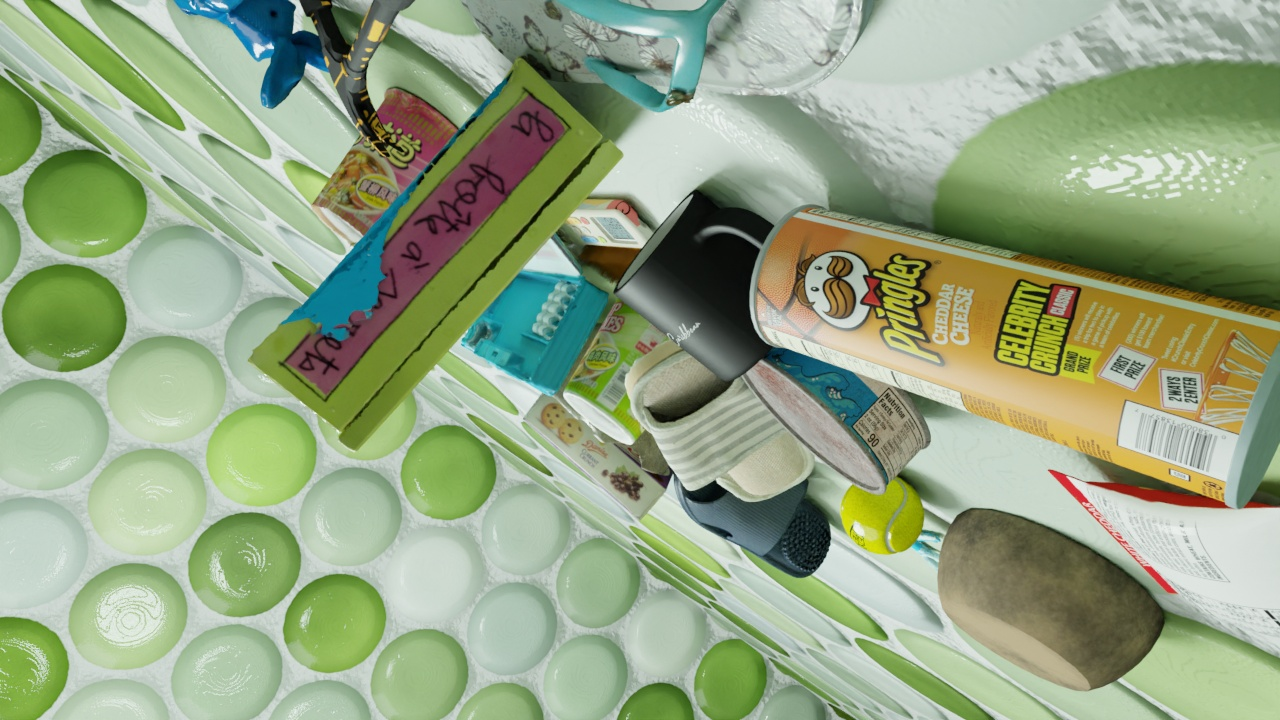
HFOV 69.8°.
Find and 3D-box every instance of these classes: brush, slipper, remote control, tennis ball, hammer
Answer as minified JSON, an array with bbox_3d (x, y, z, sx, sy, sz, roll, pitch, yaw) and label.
[{"bbox_3d":[0.004,-0.067,0.667,0.048,0.017,0.126,36,167,-34],"label":"brush"},{"bbox_3d":[0.077,0.059,0.730,0.272,0.114,0.054,43,-165,-53],"label":"slipper"},{"bbox_3d":[0.132,0.153,0.917,0.263,0.101,0.083,42,165,-36],"label":"slipper"},{"bbox_3d":[-0.035,-0.100,0.666,0.038,0.018,0.126,45,162,-32],"label":"remote control"},{"bbox_3d":[0.197,0.125,0.747,0.065,0.065,0.065,33,165,10],"label":"tennis ball"},{"bbox_3d":[-0.008,-0.143,0.408,0.098,0.054,0.269,43,165,-34],"label":"slipper"},{"bbox_3d":[-0.135,-0.199,0.504,0.321,0.036,0.123,-4,111,63],"label":"hammer"}]

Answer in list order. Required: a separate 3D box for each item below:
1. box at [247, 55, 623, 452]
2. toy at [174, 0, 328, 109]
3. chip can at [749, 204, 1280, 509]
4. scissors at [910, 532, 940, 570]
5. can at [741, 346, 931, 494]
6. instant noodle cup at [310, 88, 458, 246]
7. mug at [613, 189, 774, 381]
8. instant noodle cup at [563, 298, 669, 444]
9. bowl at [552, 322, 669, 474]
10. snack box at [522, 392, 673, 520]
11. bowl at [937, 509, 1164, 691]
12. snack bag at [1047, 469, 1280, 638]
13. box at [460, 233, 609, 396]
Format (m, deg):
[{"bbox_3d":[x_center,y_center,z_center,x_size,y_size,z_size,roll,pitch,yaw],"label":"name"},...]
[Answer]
[{"bbox_3d":[-0.118,-0.061,0.537,0.083,0.221,0.124,40,177,-15],"label":"box"},{"bbox_3d":[-0.272,-0.243,0.621,0.176,0.071,0.112,50,-166,-32],"label":"toy"},{"bbox_3d":[0.155,-0.012,0.402,0.215,0.075,0.075,23,160,40],"label":"chip can"},{"bbox_3d":[0.246,0.167,0.876,0.134,0.011,0.140,39,166,-23],"label":"scissors"},{"bbox_3d":[0.123,0.026,0.598,0.130,0.044,0.130,45,173,7],"label":"can"},{"bbox_3d":[-0.194,-0.138,0.719,0.098,0.108,0.098,33,166,9],"label":"instant noodle cup"},{"bbox_3d":[0.049,-0.048,0.532,0.088,0.078,0.114,38,154,-9],"label":"mug"},{"bbox_3d":[-0.004,0.004,0.741,0.099,0.107,0.099,34,165,10],"label":"instant noodle cup"},{"bbox_3d":[-0.021,0.019,0.855,0.178,0.081,0.178,41,-177,-3],"label":"bowl"},{"bbox_3d":[-0.035,0.082,0.895,0.143,0.040,0.148,41,-175,3],"label":"snack box"},{"bbox_3d":[0.301,0.188,0.702,0.162,0.070,0.162,33,165,10],"label":"bowl"},{"bbox_3d":[0.312,0.107,0.490,0.131,0.039,0.144,41,165,-18],"label":"snack bag"},{"bbox_3d":[-0.100,-0.067,0.780,0.085,0.169,0.227,-7,-170,-22],"label":"box"}]
